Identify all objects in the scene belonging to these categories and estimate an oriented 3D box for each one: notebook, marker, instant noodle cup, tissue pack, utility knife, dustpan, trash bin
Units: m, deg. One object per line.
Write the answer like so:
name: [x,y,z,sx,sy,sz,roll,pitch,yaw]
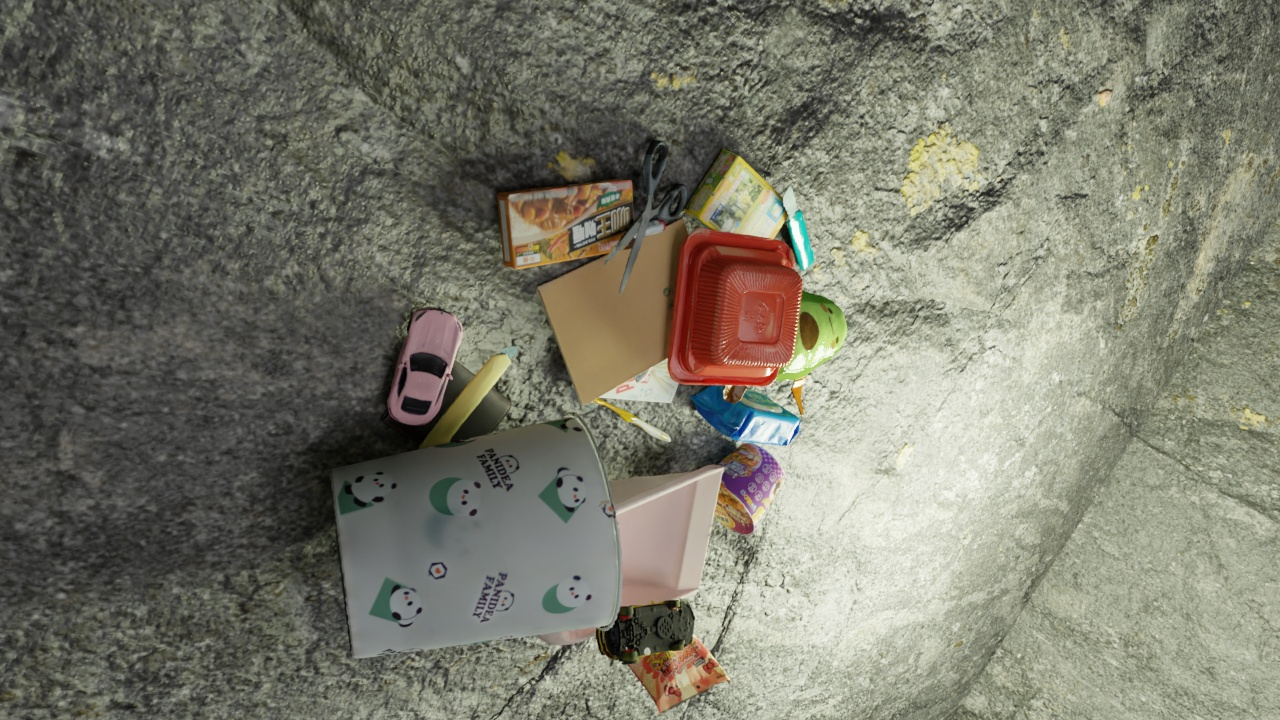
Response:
notebook: [-0.008,-0.058,1.058,0.207,0.008,0.148,-29,111,-26]
marker: [-0.032,-0.138,1.015,0.145,0.017,0.017,-17,127,-34]
instant noodle cup: [0.151,0.181,1.337,0.099,0.112,0.112,-42,138,-23]
tissue pack: [0.147,0.074,1.266,0.157,0.095,0.052,10,108,-44]
utility knife: [-0.183,0.047,0.968,0.165,0.018,0.031,-47,141,9]
utility knife: [0.205,-0.167,1.186,0.029,0.013,0.205,-45,153,-4]
instant noodle cup: [0.121,-0.057,1.087,0.164,0.079,0.189,1,98,-29]
dustpan: [-0.015,0.265,1.171,0.273,0.138,0.223,-1,119,-10]
trash bin: [-0.173,0.181,0.924,0.251,0.229,0.230,-7,122,-20]

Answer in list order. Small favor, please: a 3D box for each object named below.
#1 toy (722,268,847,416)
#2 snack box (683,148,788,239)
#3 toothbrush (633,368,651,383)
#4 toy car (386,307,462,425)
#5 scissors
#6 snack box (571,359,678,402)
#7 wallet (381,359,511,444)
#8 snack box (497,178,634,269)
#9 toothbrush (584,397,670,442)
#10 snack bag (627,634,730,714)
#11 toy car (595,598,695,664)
toy: [0.197,-0.034,1.231,0.246,0.090,0.227,-15,104,-45]
snack box: [0.121,-0.184,1.114,0.140,0.034,0.087,28,96,-50]
toothbrush: [0.065,-0.048,1.131,0.220,0.027,0.026,-45,104,-24]
toy car: [-0.215,0.007,0.914,0.056,0.037,0.122,14,102,-26]
scissors: [0.006,-0.159,0.997,0.159,0.014,0.174,-13,110,-56]
snack box: [-0.007,0.007,1.129,0.156,0.027,0.085,6,112,-45]
wallet: [-0.205,0.054,0.984,0.096,0.020,0.122,-51,137,-4]
snack box: [-0.074,-0.143,0.950,0.153,0.026,0.075,-15,110,-36]
toothbrush: [-0.016,0.077,1.176,0.018,0.016,0.191,-47,139,9]
snack bag: [0.018,0.387,1.271,0.128,0.208,0.073,-7,126,-39]
toy car: [0.010,0.353,1.201,0.155,0.041,0.071,4,76,-41]
